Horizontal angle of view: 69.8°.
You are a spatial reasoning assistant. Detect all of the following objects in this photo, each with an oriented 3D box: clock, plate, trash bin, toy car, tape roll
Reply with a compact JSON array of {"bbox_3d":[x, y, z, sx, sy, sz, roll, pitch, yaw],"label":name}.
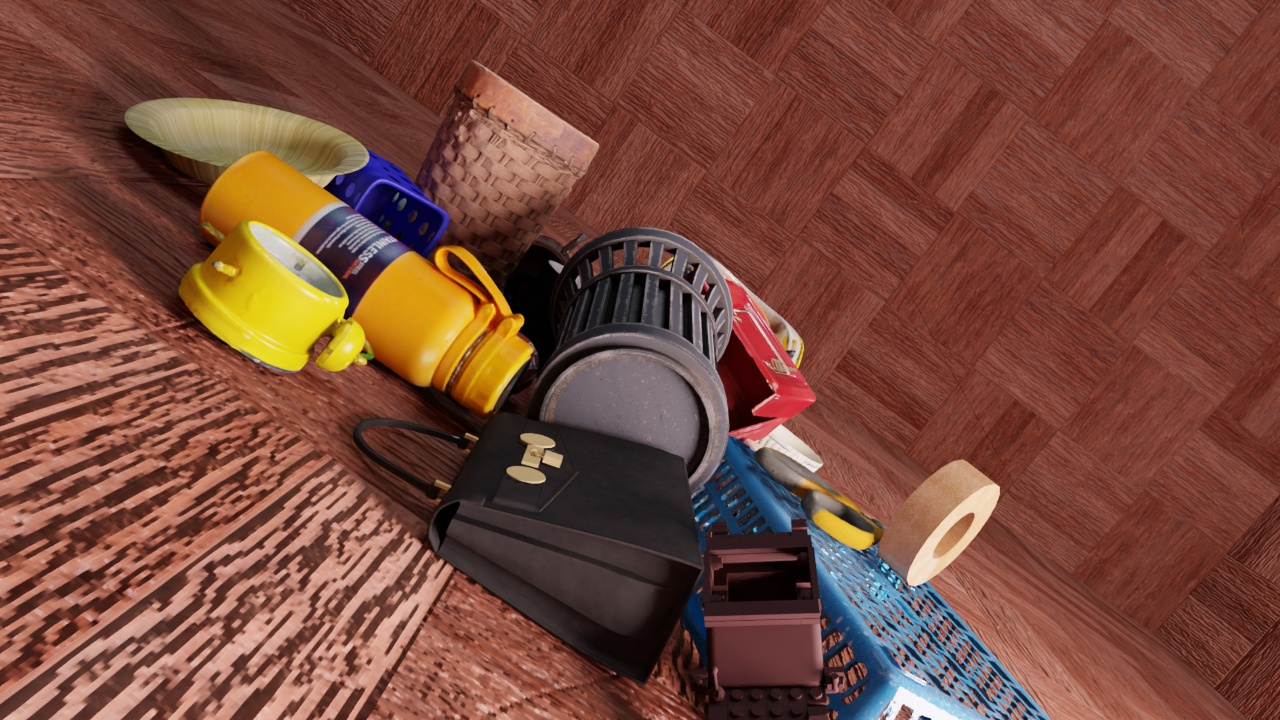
[{"bbox_3d":[-0.209,-0.031,0.540,0.118,0.057,0.083,39,5,-44],"label":"clock"},{"bbox_3d":[-0.324,-0.170,0.762,0.184,0.036,0.184,14,25,-7],"label":"plate"},{"bbox_3d":[-0.004,0.004,0.726,0.164,0.164,0.227,34,20,-11],"label":"trash bin"},{"bbox_3d":[0.063,0.139,0.464,0.070,0.062,0.169,-4,31,8],"label":"toy car"},{"bbox_3d":[0.212,0.116,0.653,0.027,0.094,0.094,43,12,35],"label":"tape roll"},{"bbox_3d":[-0.159,-0.169,0.920,0.151,0.210,0.151,34,10,-7],"label":"trash bin"}]

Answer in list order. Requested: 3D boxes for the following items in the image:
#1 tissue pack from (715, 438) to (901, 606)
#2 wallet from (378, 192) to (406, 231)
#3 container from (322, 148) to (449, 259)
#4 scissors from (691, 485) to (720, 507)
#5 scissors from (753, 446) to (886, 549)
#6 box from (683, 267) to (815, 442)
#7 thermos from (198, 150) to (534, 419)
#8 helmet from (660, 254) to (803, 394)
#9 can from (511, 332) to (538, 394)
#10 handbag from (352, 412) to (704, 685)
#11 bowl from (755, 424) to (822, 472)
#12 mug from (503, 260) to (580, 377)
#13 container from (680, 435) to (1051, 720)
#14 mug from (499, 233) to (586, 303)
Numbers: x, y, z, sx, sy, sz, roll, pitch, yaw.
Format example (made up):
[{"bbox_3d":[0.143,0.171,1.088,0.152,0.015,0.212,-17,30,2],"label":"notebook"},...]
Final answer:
[{"bbox_3d":[0.160,0.156,0.896,0.209,0.066,0.117,32,13,-29],"label":"tissue pack"},{"bbox_3d":[-0.258,-0.160,1.030,0.100,0.054,0.132,27,8,-47],"label":"wallet"},{"bbox_3d":[-0.246,-0.137,0.837,0.084,0.085,0.113,28,11,-45],"label":"container"},{"bbox_3d":[0.051,0.114,0.893,0.101,0.016,0.178,43,14,16],"label":"scissors"},{"bbox_3d":[0.168,0.120,0.712,0.228,0.016,0.114,28,13,-46],"label":"scissors"},{"bbox_3d":[0.076,0.008,0.919,0.136,0.127,0.157,5,50,-56],"label":"box"},{"bbox_3d":[-0.180,-0.053,0.623,0.232,0.092,0.076,35,42,3],"label":"thermos"},{"bbox_3d":[0.057,0.004,1.066,0.209,0.140,0.239,41,44,2],"label":"helmet"},{"bbox_3d":[-0.117,0.002,0.712,0.054,0.054,0.096,38,10,12],"label":"can"},{"bbox_3d":[-0.073,0.077,0.537,0.195,0.072,0.175,24,11,-5],"label":"handbag"},{"bbox_3d":[0.158,0.114,1.119,0.115,0.062,0.115,35,9,-7],"label":"bowl"},{"bbox_3d":[-0.093,-0.045,0.902,0.121,0.094,0.085,42,11,31],"label":"mug"},{"bbox_3d":[0.147,0.188,0.637,0.257,0.089,0.362,33,10,-22],"label":"container"},{"bbox_3d":[-0.113,-0.111,1.081,0.096,0.123,0.110,54,5,-16],"label":"mug"}]
